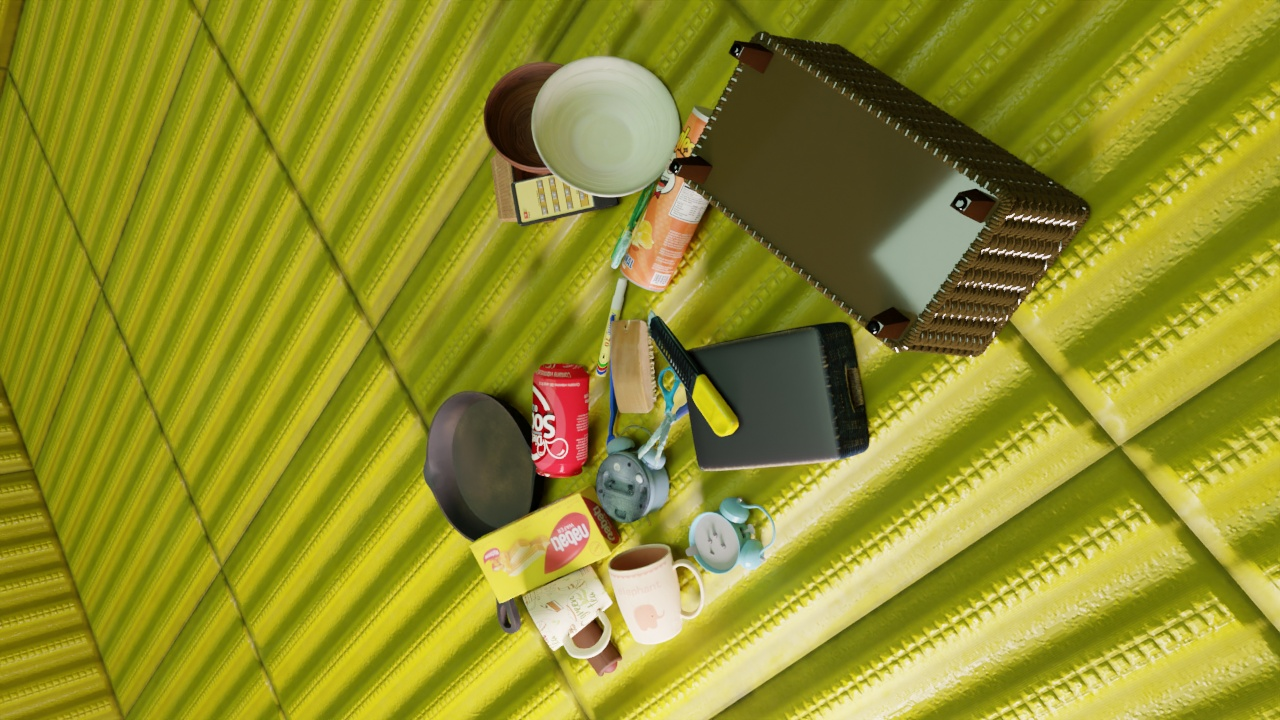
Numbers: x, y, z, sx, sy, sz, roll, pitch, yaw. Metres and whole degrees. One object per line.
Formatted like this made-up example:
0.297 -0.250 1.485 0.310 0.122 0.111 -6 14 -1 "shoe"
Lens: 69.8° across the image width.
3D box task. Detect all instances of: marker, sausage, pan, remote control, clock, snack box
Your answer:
-0.037 -0.042 1.186 0.014 0.014 0.132 27 111 35 "marker"
-0.083 0.361 1.256 0.155 0.040 0.040 48 122 25 "sausage"
-0.211 0.218 1.342 0.249 0.043 0.356 -12 89 39 "pan"
-0.097 -0.213 1.174 0.133 0.013 0.058 -12 88 10 "remote control"
0.107 0.206 1.077 0.123 0.041 0.087 -30 76 40 "clock"
-0.129 0.249 1.240 0.201 0.042 0.092 -28 88 24 "snack box"
-0.008 0.144 1.159 0.089 0.051 0.124 10 101 40 "clock"

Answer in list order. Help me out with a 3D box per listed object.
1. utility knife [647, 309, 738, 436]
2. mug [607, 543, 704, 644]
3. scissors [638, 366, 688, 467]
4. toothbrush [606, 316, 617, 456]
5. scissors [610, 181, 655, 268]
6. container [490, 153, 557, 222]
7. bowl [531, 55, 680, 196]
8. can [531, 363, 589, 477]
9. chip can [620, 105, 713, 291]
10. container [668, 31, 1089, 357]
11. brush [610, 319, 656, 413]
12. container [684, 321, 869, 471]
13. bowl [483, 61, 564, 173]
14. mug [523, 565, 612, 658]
0.053 0.012 1.020 0.029 0.020 0.171 -48 66 32 "utility knife"
0.025 0.289 1.139 0.111 0.085 0.104 -12 98 11 "mug"
0.044 0.074 1.107 0.086 0.015 0.135 15 82 31 "scissors"
-0.034 0.036 1.186 0.011 0.016 0.187 8 103 31 "toothbrush"
-0.011 -0.164 1.112 0.012 0.119 0.129 24 129 -9 "scissors"
-0.159 -0.237 1.237 0.061 0.063 0.114 -7 90 47 "container"
-0.043 -0.272 1.107 0.058 0.176 0.176 125 128 -78 "bowl"
-0.106 0.078 1.218 0.074 0.074 0.142 9 100 39 "can"
0.045 -0.185 1.068 0.062 0.062 0.211 41 119 29 "chip can"
0.200 -0.158 0.850 0.321 0.204 0.177 44 121 27 "container"
-0.007 0.007 1.150 0.049 0.039 0.117 -2 93 39 "brush"
0.143 0.043 1.008 0.188 0.071 0.145 -10 88 40 "container"
-0.123 -0.299 1.177 0.147 0.069 0.147 0 77 0 "bowl"
-0.083 0.333 1.200 0.122 0.097 0.081 51 168 42 "mug"
